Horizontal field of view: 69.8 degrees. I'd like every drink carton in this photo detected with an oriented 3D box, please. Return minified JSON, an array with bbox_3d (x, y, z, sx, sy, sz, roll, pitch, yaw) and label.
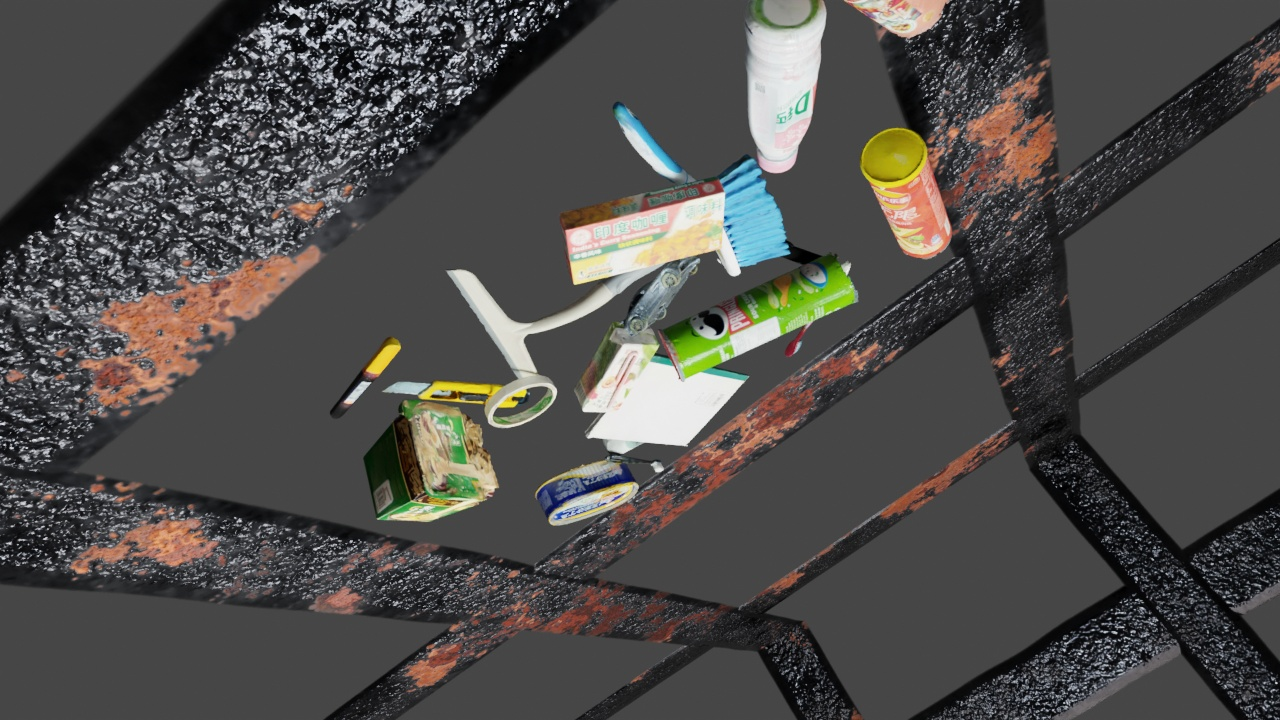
[{"bbox_3d":[-0.029,0.010,1.093,0.053,0.045,0.123,3,137,-33],"label":"drink carton"}]

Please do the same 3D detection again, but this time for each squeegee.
[{"bbox_3d":[-0.046,-0.074,0.967,0.246,0.039,0.247,-29,151,-5],"label":"squeegee"}]

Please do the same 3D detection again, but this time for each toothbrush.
[{"bbox_3d":[-0.008,0.150,1.343,0.016,0.018,0.181,-31,158,18],"label":"toothbrush"},{"bbox_3d":[0.246,-0.068,1.269,0.017,0.016,0.188,-19,149,-36],"label":"toothbrush"}]

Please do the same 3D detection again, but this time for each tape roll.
[{"bbox_3d":[-0.138,0.048,1.061,0.085,0.014,0.086,-24,154,-13],"label":"tape roll"}]

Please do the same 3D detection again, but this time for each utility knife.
[{"bbox_3d":[-0.198,0.038,1.020,0.196,0.015,0.033,7,133,-48],"label":"utility knife"}]

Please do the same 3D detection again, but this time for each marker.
[{"bbox_3d":[0.198,-0.129,1.129,0.131,0.020,0.022,10,121,-48],"label":"marker"},{"bbox_3d":[-0.278,0.019,0.922,0.018,0.015,0.124,11,133,-48],"label":"marker"}]

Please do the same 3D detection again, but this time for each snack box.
[{"bbox_3d":[0.003,-0.125,0.884,0.155,0.027,0.077,-15,144,-7],"label":"snack box"},{"bbox_3d":[-0.243,0.124,1.026,0.106,0.118,0.117,-34,153,25],"label":"snack box"}]

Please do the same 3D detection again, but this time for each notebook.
[{"bbox_3d":[0.040,0.059,1.239,0.208,0.012,0.151,12,126,-48],"label":"notebook"}]

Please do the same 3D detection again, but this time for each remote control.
[{"bbox_3d":[0.011,0.092,1.292,0.135,0.019,0.056,-28,151,-6],"label":"remote control"}]

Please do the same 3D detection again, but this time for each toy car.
[{"bbox_3d":[0.021,-0.076,1.019,0.121,0.037,0.054,-50,171,35],"label":"toy car"}]

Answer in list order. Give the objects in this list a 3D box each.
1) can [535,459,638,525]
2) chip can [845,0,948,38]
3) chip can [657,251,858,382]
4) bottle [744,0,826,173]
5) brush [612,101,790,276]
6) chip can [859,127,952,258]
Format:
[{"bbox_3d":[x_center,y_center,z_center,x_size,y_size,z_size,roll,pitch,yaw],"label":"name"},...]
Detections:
[{"bbox_3d":[-0.076,0.189,1.329,0.148,0.049,0.075,-14,147,-28],"label":"can"},{"bbox_3d":[0.176,-0.332,0.748,0.214,0.071,0.071,4,135,-47],"label":"chip can"},{"bbox_3d":[0.142,-0.053,1.116,0.236,0.072,0.072,-24,150,0],"label":"chip can"},{"bbox_3d":[0.127,-0.248,0.840,0.068,0.068,0.197,-27,154,-8],"label":"bottle"},{"bbox_3d":[0.070,-0.174,0.915,0.109,0.060,0.314,-29,148,3],"label":"brush"},{"bbox_3d":[0.321,-0.194,1.092,0.073,0.073,0.216,-38,150,12],"label":"chip can"}]
